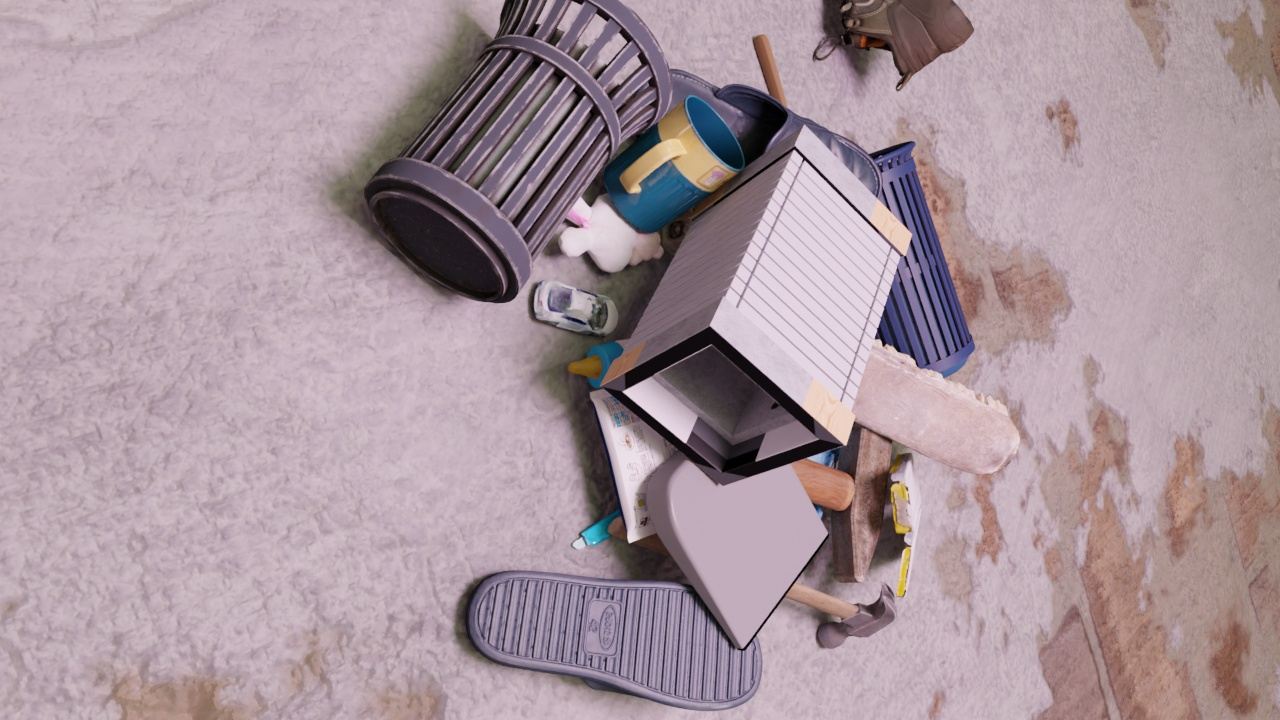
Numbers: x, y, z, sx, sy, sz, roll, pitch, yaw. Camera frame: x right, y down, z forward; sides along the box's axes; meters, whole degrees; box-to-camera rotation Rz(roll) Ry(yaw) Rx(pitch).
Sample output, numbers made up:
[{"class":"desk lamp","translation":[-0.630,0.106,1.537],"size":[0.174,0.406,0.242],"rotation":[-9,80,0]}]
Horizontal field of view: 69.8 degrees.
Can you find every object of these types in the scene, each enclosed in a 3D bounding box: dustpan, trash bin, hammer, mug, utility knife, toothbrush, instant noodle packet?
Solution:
[{"class":"dustpan","translation":[0.064,0.101,0.815],"size":[0.162,0.033,0.257],"rotation":[-40,106,-41]},{"class":"trash bin","translation":[-0.101,-0.173,0.742],"size":[0.164,0.165,0.227],"rotation":[43,65,-24]},{"class":"hammer","translation":[0.113,0.208,0.886],"size":[0.331,0.120,0.030],"rotation":[27,46,-23]},{"class":"mug","translation":[0.022,-0.176,0.831],"size":[0.083,0.107,0.113],"rotation":[60,30,2]},{"class":"utility knife","translation":[-0.016,0.143,0.846],"size":[0.116,0.016,0.022],"rotation":[-24,99,-34]},{"class":"toothbrush","translation":[0.160,-0.286,1.036],"size":[0.016,0.016,0.167],"rotation":[-23,98,-36]},{"class":"hammer","translation":[0.115,0.108,0.902],"size":[0.300,0.037,0.157],"rotation":[21,69,-22]},{"class":"trash bin","translation":[0.105,-0.047,0.784],"size":[0.142,0.143,0.246],"rotation":[40,52,-17]},{"class":"trash bin","translation":[0.274,-0.099,1.019],"size":[0.139,0.140,0.249],"rotation":[-29,102,-36]},{"class":"instant noodle packet","translation":[0.009,0.084,0.814],"size":[0.086,0.026,0.134],"rotation":[-14,88,-34]}]

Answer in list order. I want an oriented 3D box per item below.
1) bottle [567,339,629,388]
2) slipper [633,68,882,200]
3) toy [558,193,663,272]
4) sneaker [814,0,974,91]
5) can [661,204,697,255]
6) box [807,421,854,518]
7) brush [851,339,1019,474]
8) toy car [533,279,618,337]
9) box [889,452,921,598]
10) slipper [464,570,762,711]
[{"class":"bottle","translation":[-0.005,0.005,0.851],"size":[0.146,0.051,0.051],"rotation":[-2,85,-37]},{"class":"slipper","translation":[0.116,-0.199,0.888],"size":[0.265,0.083,0.109],"rotation":[24,100,-8]},{"class":"toy","translation":[-0.031,-0.119,0.857],"size":[0.125,0.037,0.076],"rotation":[7,72,-41]},{"class":"sneaker","translation":[0.267,-0.415,1.095],"size":[0.238,0.143,0.100],"rotation":[53,27,20]},{"class":"can","translation":[0.090,-0.125,0.938],"size":[0.135,0.054,0.054],"rotation":[4,81,-36]},{"class":"box","translation":[0.139,0.074,0.960],"size":[0.174,0.034,0.231],"rotation":[39,63,-18]},{"class":"brush","translation":[0.272,0.038,0.955],"size":[0.271,0.056,0.083],"rotation":[25,111,-9]},{"class":"toy car","translation":[-0.056,-0.047,0.835],"size":[0.089,0.027,0.038],"rotation":[13,74,-35]},{"class":"box","translation":[0.285,0.171,0.987],"size":[0.209,0.034,0.129],"rotation":[-3,93,-72]},{"class":"slipper","translation":[-0.024,0.237,0.794],"size":[0.263,0.083,0.101],"rotation":[15,69,-14]}]
